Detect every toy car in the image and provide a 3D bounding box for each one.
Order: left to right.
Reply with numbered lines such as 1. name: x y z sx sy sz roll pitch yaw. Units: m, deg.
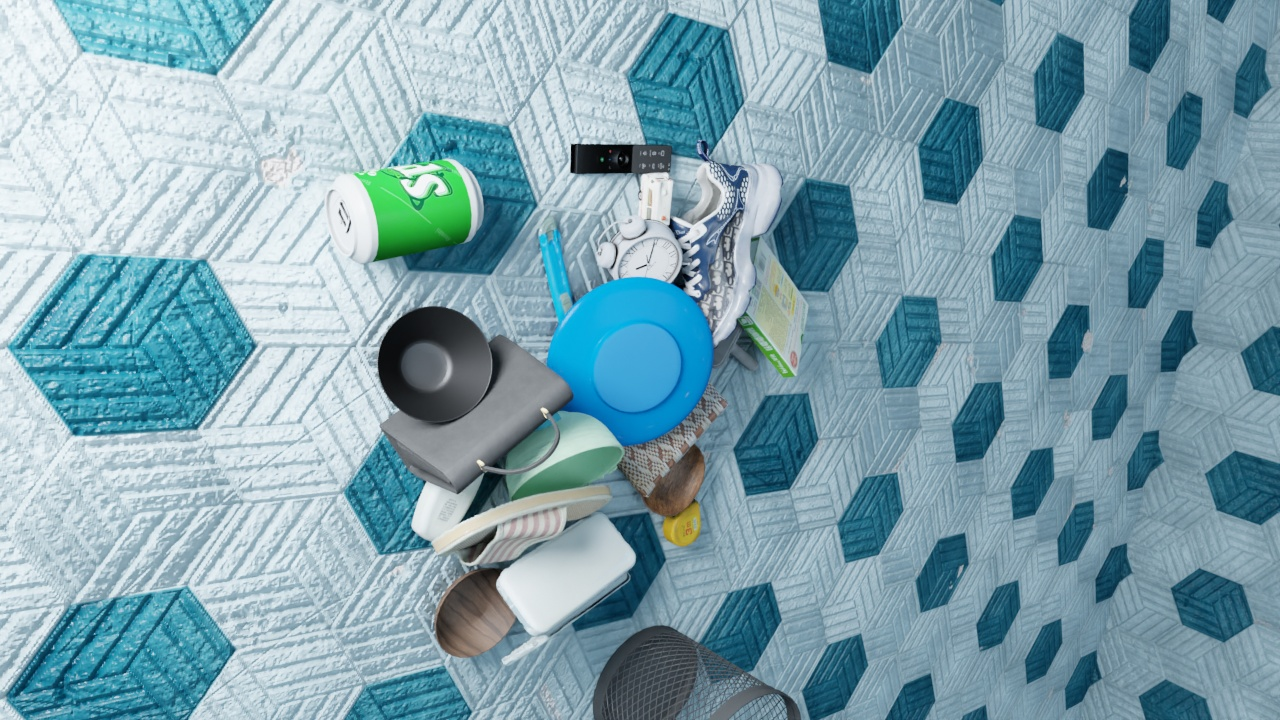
1. toy car: 0.019 -0.179 1.159 0.039 0.039 0.113 -12 116 -37

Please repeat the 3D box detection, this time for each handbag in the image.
1. handbag: -0.155 0.072 0.995 0.175 0.196 0.072 -40 127 -23
2. handbag: 0.029 0.080 1.245 0.185 0.047 0.124 -47 118 -17

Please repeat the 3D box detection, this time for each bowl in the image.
1. bowl: -0.229 0.005 0.997 0.124 0.053 0.124 2 86 -27
2. bowl: -0.209 0.307 1.143 0.119 0.032 0.119 -15 114 -36
3. bowl: -0.101 0.111 1.115 0.150 0.077 0.151 -23 160 -9
4. bowl: 0.040 0.163 1.304 0.102 0.026 0.114 36 77 -27

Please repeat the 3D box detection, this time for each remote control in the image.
1. remote control: -0.226 0.158 1.079 0.060 0.028 0.114 29 86 -44
2. remote control: -0.021 -0.246 1.122 0.149 0.013 0.034 -10 111 -38

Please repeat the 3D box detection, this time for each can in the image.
1. can: -0.236 -0.151 0.923 0.139 0.088 0.088 -18 116 -35

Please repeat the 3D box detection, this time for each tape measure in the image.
1. tape measure: 0.060 0.243 1.351 0.058 0.030 0.068 -23 116 -33

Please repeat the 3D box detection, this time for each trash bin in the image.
1. trash bin: 0.073 0.522 1.325 0.217 0.228 0.218 -15 114 -36

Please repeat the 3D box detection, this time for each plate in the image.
1. plate: -0.007 0.007 1.157 0.224 0.024 0.224 -6 109 -18

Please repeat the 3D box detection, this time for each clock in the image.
1. clock: -0.002 -0.131 1.139 0.095 0.035 0.122 -45 132 16

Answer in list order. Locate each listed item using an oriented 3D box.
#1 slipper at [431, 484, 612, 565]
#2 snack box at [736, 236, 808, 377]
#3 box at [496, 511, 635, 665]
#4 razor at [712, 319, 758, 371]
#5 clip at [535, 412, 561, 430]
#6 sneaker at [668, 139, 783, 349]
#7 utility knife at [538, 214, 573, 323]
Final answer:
1. slipper: -0.132 0.203 1.115 0.262 0.115 0.052 -6 65 -50
2. snack box: 0.189 -0.075 1.318 0.168 0.027 0.131 46 47 -40
3. box: -0.110 0.291 1.190 0.129 0.105 0.209 -45 166 33
4. razor: 0.138 -0.014 1.324 0.116 0.047 0.088 36 81 -50
5. clip: -0.143 0.056 1.095 0.033 0.122 0.120 61 33 -33
6. sneaker: 0.084 -0.147 1.207 0.132 0.103 0.269 16 94 -28
7. utility knife: -0.092 -0.070 1.124 0.031 0.015 0.220 -27 122 -26
